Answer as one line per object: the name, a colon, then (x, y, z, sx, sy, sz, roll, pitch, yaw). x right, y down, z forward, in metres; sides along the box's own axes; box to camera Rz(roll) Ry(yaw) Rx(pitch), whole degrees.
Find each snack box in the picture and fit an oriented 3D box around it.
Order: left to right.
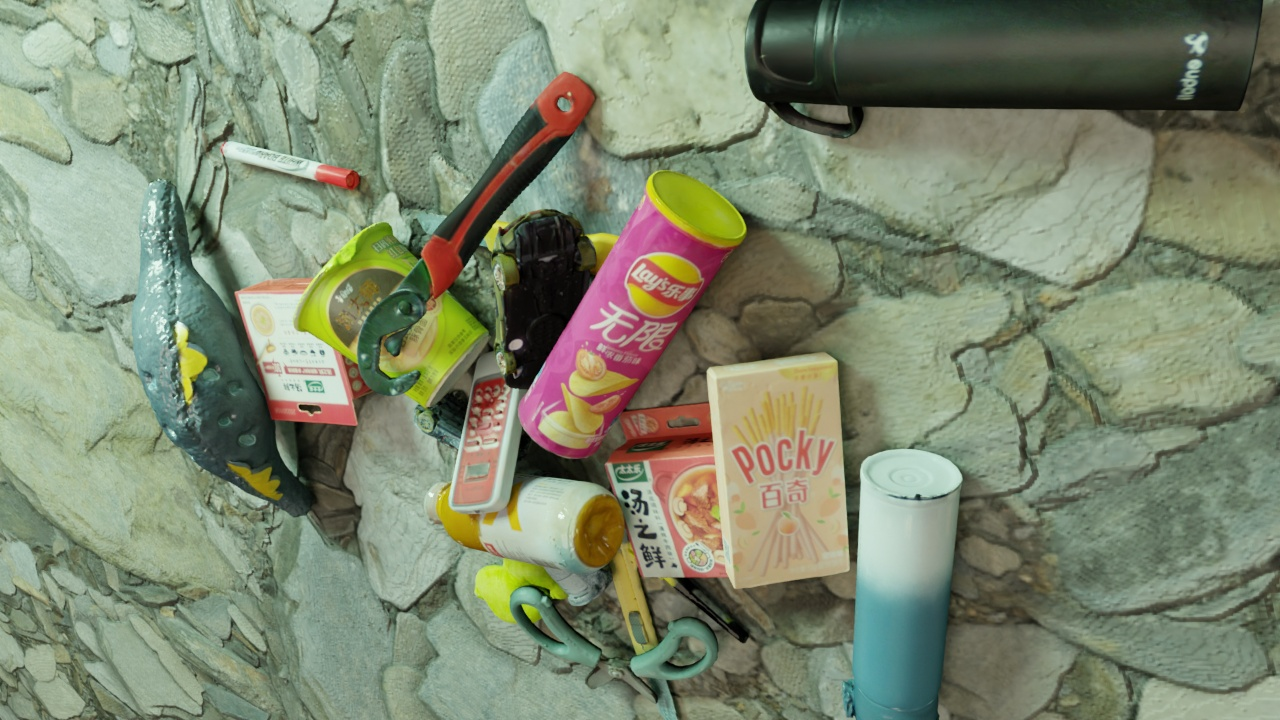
snack box: (-0.297, -0.009, 0.833, 0.113, 0.044, 0.127, 2, 112, 28)
snack box: (0.038, 0.100, 0.694, 0.113, 0.044, 0.127, -8, 107, 32)
snack box: (0.095, 0.077, 0.630, 0.084, 0.026, 0.157, -8, 106, -4)

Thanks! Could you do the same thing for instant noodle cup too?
instant noodle cup: (-0.190, -0.029, 0.733, 0.123, 0.111, 0.112, 39, 125, -1)

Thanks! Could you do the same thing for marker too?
marker: (-0.300, -0.167, 0.779, 0.145, 0.017, 0.017, 17, 119, 22)
marker: (0.039, 0.189, 0.751, 0.124, 0.018, 0.015, 40, 105, 6)

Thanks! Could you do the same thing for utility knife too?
utility knife: (-0.081, -0.090, 0.690, 0.216, 0.015, 0.033, 14, 119, 21)
utility knife: (0.003, 0.233, 0.798, 0.031, 0.021, 0.204, -3, 115, 37)

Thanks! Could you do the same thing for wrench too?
wrench: (-0.124, -0.088, 0.657, 0.056, 0.016, 0.274, 35, 103, -9)

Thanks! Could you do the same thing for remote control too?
remote control: (-0.117, 0.053, 0.722, 0.056, 0.135, 0.020, -11, 151, 36)

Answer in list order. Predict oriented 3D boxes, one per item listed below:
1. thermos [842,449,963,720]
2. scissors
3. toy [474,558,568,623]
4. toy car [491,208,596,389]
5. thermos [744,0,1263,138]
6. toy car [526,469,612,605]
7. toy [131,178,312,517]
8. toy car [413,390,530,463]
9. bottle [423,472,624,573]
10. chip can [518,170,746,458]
thermos: (0.179, 0.171, 0.636, 0.070, 0.070, 0.221, 9, 116, 26)
scissors: (-0.027, 0.232, 0.770, 0.170, 0.019, 0.172, 36, 132, -13)
toy: (-0.108, 0.206, 0.834, 0.097, 0.031, 0.100, 19, 119, 19)
toy car: (-0.074, -0.040, 0.668, 0.042, 0.070, 0.158, 55, 150, 38)
thermos: (0.182, -0.161, 0.490, 0.243, 0.068, 0.090, 8, 148, 28)
toy car: (-0.070, 0.150, 0.780, 0.054, 0.036, 0.120, -35, 84, 42)
toy: (-0.403, 0.009, 0.856, 0.091, 0.137, 0.356, -14, 105, 8)
toy car: (-0.142, 0.061, 0.775, 0.105, 0.048, 0.031, 26, 125, 17)
bottle: (-0.100, 0.124, 0.732, 0.190, 0.067, 0.068, 1, 113, 40)
chip can: (-0.012, -0.025, 0.633, 0.071, 0.071, 0.211, 39, 123, 8)
